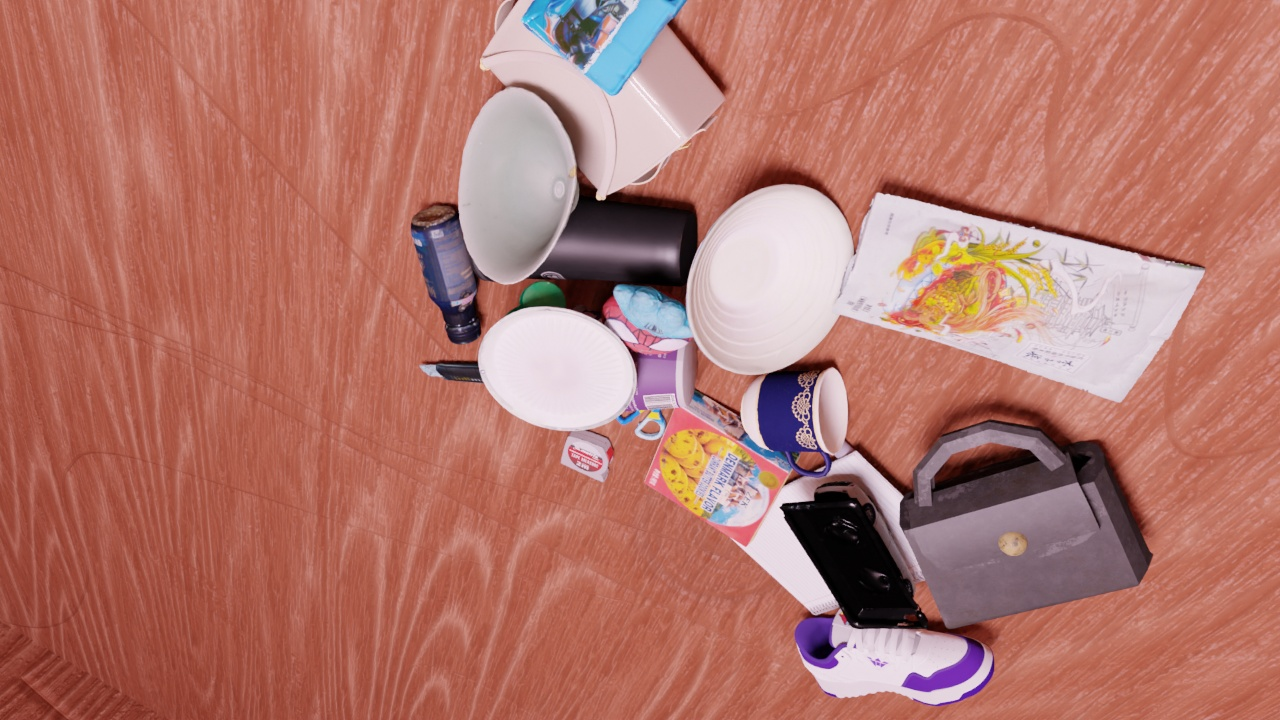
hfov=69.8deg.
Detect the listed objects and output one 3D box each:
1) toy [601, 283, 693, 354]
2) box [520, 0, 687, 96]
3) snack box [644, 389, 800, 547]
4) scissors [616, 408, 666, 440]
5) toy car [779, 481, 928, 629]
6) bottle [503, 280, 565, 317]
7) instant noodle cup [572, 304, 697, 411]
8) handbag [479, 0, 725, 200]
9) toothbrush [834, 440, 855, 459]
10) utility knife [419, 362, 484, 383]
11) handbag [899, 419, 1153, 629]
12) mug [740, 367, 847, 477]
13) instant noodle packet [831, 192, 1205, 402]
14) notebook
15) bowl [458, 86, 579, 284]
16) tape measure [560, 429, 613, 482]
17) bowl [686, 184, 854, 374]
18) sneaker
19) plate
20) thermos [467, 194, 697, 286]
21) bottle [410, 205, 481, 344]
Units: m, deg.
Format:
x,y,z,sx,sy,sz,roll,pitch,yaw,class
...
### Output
x,y,z,sx,sy,sz,roll,pitch,yaw,class
0.010,-0.039,0.860,0.092,0.062,0.133,12,173,-5,toy
0.017,-0.312,0.645,0.091,0.085,0.244,37,106,-8,box
0.089,0.123,1.038,0.145,0.040,0.143,31,133,13,snack box
0.015,0.044,1.045,0.070,0.022,0.131,36,138,-2,scissors
0.235,0.198,0.972,0.094,0.071,0.192,-12,119,42,toy car
-0.118,-0.024,0.972,0.068,0.068,0.210,35,156,-2,bottle
-0.006,0.006,0.971,0.122,0.121,0.137,3,171,14,instant noodle cup
-0.055,-0.236,0.815,0.194,0.101,0.198,47,144,-13,handbag
0.250,0.129,0.984,0.188,0.018,0.019,43,134,-9,toothbrush
-0.194,0.015,1.125,0.188,0.020,0.029,2,126,25,utility knife
0.349,0.144,0.872,0.198,0.102,0.199,-24,107,25,handbag
0.154,0.064,0.931,0.089,0.085,0.112,-2,99,32,mug
0.312,-0.052,0.789,0.269,0.057,0.147,17,133,8,instant noodle packet
0.221,0.207,1.052,0.178,0.013,0.246,43,138,-8,notebook
-0.092,-0.152,0.822,0.175,0.067,0.174,3,94,47,bowl
-0.064,0.115,1.135,0.060,0.020,0.062,23,132,9,tape measure
0.106,-0.079,0.838,0.058,0.176,0.177,41,154,55,bowl
0.285,0.334,1.079,0.245,0.091,0.111,-22,116,44,sneaker
-0.080,0.009,0.896,0.157,0.014,0.157,5,130,6,plate
-0.059,-0.120,0.898,0.219,0.105,0.106,8,129,16,thermos
-0.212,-0.092,1.024,0.056,0.056,0.161,9,129,21,bottle
